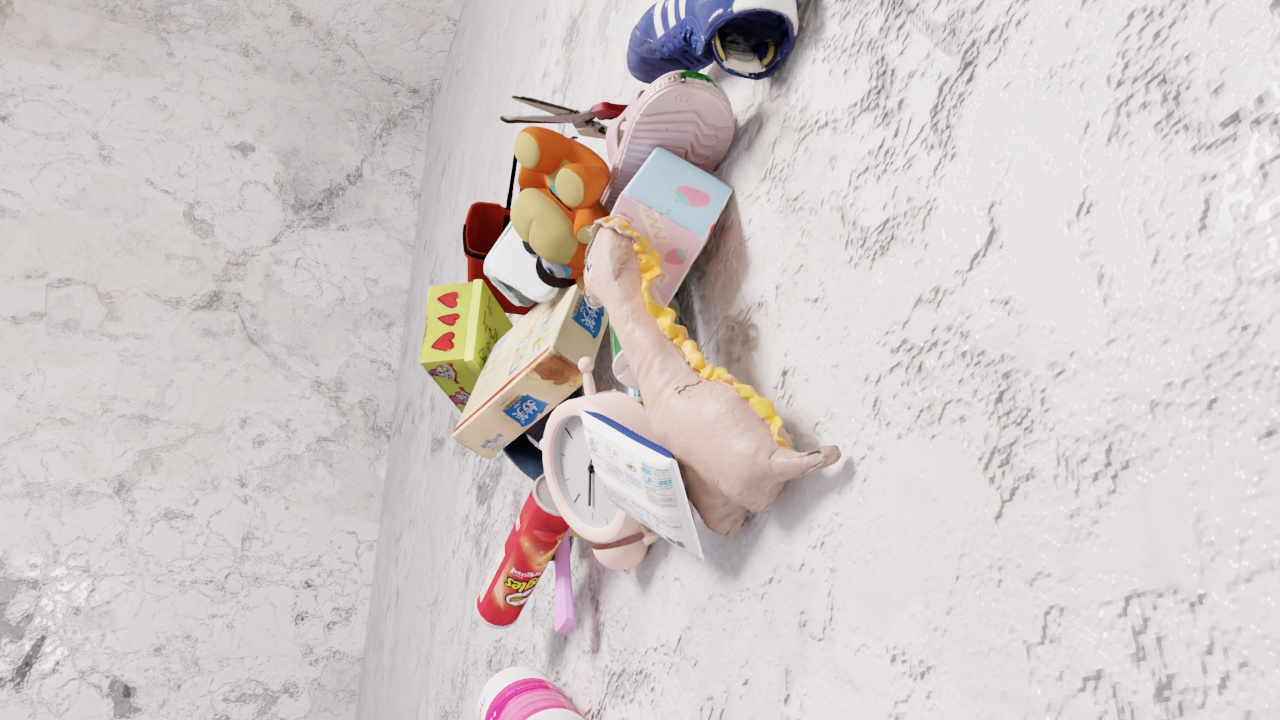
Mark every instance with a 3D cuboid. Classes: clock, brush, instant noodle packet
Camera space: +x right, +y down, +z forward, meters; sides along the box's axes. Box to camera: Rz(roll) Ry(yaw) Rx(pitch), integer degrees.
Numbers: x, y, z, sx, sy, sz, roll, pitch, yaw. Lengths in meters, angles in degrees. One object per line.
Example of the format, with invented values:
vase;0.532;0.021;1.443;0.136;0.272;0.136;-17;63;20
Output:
clock;-0.023;0.095;0.827;0.160;0.086;0.131;59;139;32
brush;-0.069;0.172;0.961;0.089;0.043;0.228;124;149;-47
instant noodle packet;-0.002;0.091;0.697;0.134;0.026;0.087;23;135;53

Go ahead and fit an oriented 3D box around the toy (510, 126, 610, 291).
toy;-0.069;-0.134;0.856;0.112;0.096;0.176;43;164;25

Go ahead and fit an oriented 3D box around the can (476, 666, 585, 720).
can;-0.107;0.364;0.906;0.166;0.088;0.088;178;102;-69

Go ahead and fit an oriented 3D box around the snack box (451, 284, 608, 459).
snack box;-0.117;0.001;1.029;0.208;0.055;0.153;-38;25;39

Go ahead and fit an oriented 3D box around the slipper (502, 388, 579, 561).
slipper;-0.124;0.105;1.090;0.101;0.082;0.263;133;141;-52

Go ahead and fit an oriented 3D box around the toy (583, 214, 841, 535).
toy;0.035;-0.008;0.666;0.197;0.065;0.264;-43;64;52

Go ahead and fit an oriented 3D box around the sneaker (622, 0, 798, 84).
sneaker;0.061;-0.267;0.782;0.234;0.091;0.118;-33;52;52

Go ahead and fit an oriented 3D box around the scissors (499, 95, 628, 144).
scissors;-0.026;-0.229;0.885;0.179;0.197;0.015;21;-114;-70

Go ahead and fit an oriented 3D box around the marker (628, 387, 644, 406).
marker;-0.005;0.005;0.916;0.017;0.017;0.146;128;147;-51

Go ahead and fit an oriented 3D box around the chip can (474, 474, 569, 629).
chip can;-0.117;0.199;0.938;0.051;0.051;0.215;-100;29;-43

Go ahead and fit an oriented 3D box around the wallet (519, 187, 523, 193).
wallet;-0.135;-0.159;1.120;0.115;0.018;0.091;-3;-81;-83

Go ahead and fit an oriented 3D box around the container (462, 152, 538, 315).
container;-0.163;-0.166;1.227;0.126;0.148;0.201;-94;16;-44

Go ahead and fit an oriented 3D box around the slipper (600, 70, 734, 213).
slipper;0.016;-0.194;0.850;0.240;0.094;0.064;127;143;-61

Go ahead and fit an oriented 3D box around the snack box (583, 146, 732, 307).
snack box;0.016;-0.110;0.783;0.095;0.079;0.092;-61;0;42

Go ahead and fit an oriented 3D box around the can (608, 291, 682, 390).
can;0.004;-0.038;0.837;0.068;0.067;0.120;122;151;-44

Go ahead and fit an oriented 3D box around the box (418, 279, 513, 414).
box;-0.210;0.001;1.216;0.221;0.083;0.124;71;-164;-58

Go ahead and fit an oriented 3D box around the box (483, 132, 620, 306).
box;-0.084;-0.151;1.054;0.211;0.130;0.106;-54;-25;-8
